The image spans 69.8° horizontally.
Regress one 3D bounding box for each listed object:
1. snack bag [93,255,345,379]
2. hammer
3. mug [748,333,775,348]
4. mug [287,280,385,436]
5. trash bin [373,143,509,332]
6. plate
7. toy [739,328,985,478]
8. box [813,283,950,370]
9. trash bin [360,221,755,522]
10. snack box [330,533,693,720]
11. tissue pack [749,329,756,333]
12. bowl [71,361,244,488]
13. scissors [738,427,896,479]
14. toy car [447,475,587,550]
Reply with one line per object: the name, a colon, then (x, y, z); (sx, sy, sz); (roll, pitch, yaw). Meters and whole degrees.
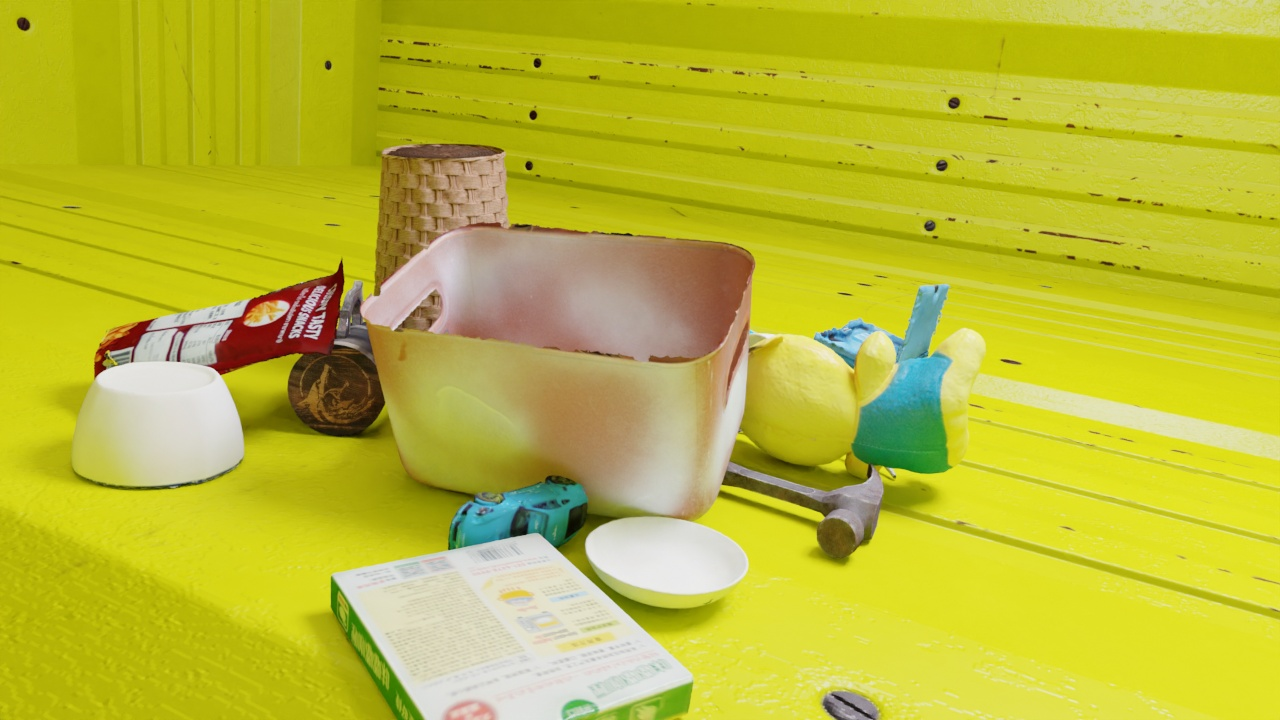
snack bag: (-0.352, -0.024, 0.780); (0.208, 0.067, 0.138); (-19, 32, 6)
hammer: (0.049, 0.083, 0.772); (0.315, 0.035, 0.137); (14, 17, 27)
mug: (0.161, 0.012, 0.979); (0.087, 0.081, 0.114); (1, -1, -43)
mug: (-0.256, -0.005, 0.810); (0.080, 0.116, 0.107); (2, 14, -5)
trash bin: (-0.197, -0.102, 0.912); (0.151, 0.210, 0.151); (2, 19, -1)
plate: (0.016, 0.133, 0.585); (0.104, 0.026, 0.104); (5, 14, -2)
toy: (0.176, 0.040, 0.789); (0.214, 0.149, 0.083); (6, 36, 17)
box: (0.262, -0.044, 0.976); (0.094, 0.112, 0.231); (25, 15, 22)
trash bin: (-0.050, 0.006, 0.696); (0.260, 0.157, 0.181); (6, 32, 14)
snack box: (-0.074, 0.148, 0.486); (0.131, 0.027, 0.168); (-5, 19, -34)
tissue pack: (0.054, -0.035, 1.097); (0.209, 0.066, 0.117); (20, 3, 17)
bowl: (-0.356, 0.043, 0.681); (0.116, 0.066, 0.116); (7, 15, -2)
scissors: (0.166, 0.073, 0.874); (0.141, 0.014, 0.146); (-18, 44, 1)
toy car: (-0.076, 0.108, 0.599); (0.105, 0.048, 0.032); (-6, 23, -44)
